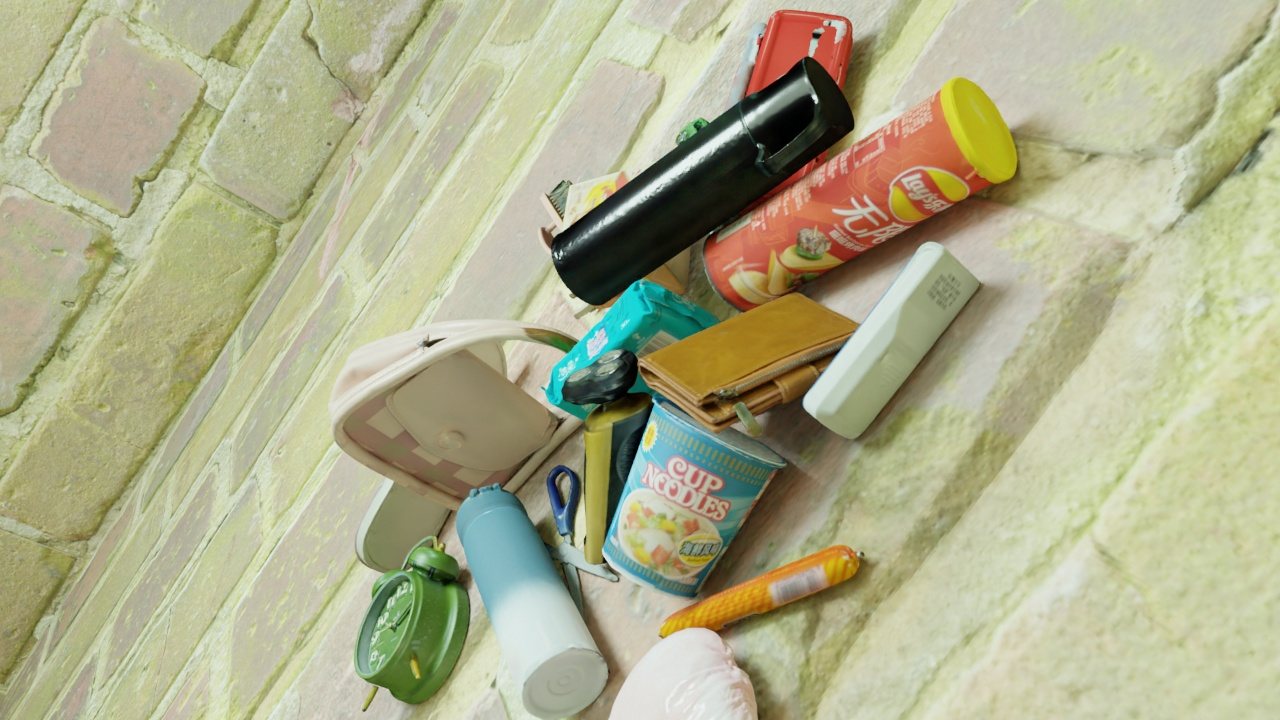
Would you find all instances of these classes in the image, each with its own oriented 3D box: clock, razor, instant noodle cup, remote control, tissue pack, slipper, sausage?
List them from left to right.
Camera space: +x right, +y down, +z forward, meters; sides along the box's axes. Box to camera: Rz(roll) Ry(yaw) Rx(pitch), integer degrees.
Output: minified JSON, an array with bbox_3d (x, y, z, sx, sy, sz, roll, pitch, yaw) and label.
[{"bbox_3d":[-0.215,0.240,0.862,0.116,0.056,0.161,-36,37,31],"label":"clock"},{"bbox_3d":[-0.222,0.089,0.957,0.054,0.114,0.274,18,85,47],"label":"slipper"},{"bbox_3d":[-0.027,0.075,0.677,0.062,0.067,0.168,-87,1,-70],"label":"razor"},{"bbox_3d":[-0.004,0.004,0.726,0.134,0.093,0.050,-44,37,23],"label":"tissue pack"},{"bbox_3d":[0.029,0.094,0.606,0.099,0.099,0.110,33,99,60],"label":"instant noodle cup"},{"bbox_3d":[0.069,0.145,0.562,0.166,0.021,0.021,-33,38,36],"label":"sausage"},{"bbox_3d":[0.151,-0.009,0.552,0.125,0.049,0.024,-55,38,8],"label":"remote control"}]

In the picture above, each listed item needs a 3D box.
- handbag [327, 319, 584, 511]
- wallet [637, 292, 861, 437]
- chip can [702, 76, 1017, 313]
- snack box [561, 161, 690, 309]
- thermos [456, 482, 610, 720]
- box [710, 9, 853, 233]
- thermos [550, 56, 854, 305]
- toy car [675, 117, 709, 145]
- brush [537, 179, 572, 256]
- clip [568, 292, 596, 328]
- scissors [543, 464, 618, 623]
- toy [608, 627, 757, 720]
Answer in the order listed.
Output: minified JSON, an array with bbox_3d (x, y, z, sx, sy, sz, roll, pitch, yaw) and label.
[{"bbox_3d":[-0.139,0.034,0.821,0.235,0.193,0.093,-28,43,27],"label":"handbag"},{"bbox_3d":[0.079,-0.002,0.603,0.130,0.035,0.119,-23,30,-17],"label":"wallet"},{"bbox_3d":[0.140,-0.105,0.630,0.217,0.073,0.073,-28,42,41],"label":"chip can"},{"bbox_3d":[-0.012,-0.110,0.822,0.095,0.077,0.092,-9,58,27],"label":"snack box"},{"bbox_3d":[-0.093,0.177,0.717,0.070,0.070,0.220,-54,34,8],"label":"thermos"},{"bbox_3d":[0.118,-0.190,0.773,0.095,0.100,0.200,11,67,15],"label":"box"},{"bbox_3d":[0.036,-0.121,0.669,0.243,0.068,0.089,-31,20,34],"label":"thermos"},{"bbox_3d":[0.061,-0.193,0.854,0.036,0.043,0.091,-41,35,26],"label":"toy car"},{"bbox_3d":[-0.069,-0.132,0.975,0.073,0.063,0.145,-47,34,12],"label":"brush"},{"bbox_3d":[-0.029,-0.080,0.897,0.104,0.035,0.087,-52,31,2],"label":"clip"},{"bbox_3d":[-0.070,0.157,0.768,0.163,0.012,0.162,-32,40,35],"label":"scissors"},{"bbox_3d":[0.007,0.235,0.539,0.160,0.054,0.121,-48,30,11],"label":"toy"}]
